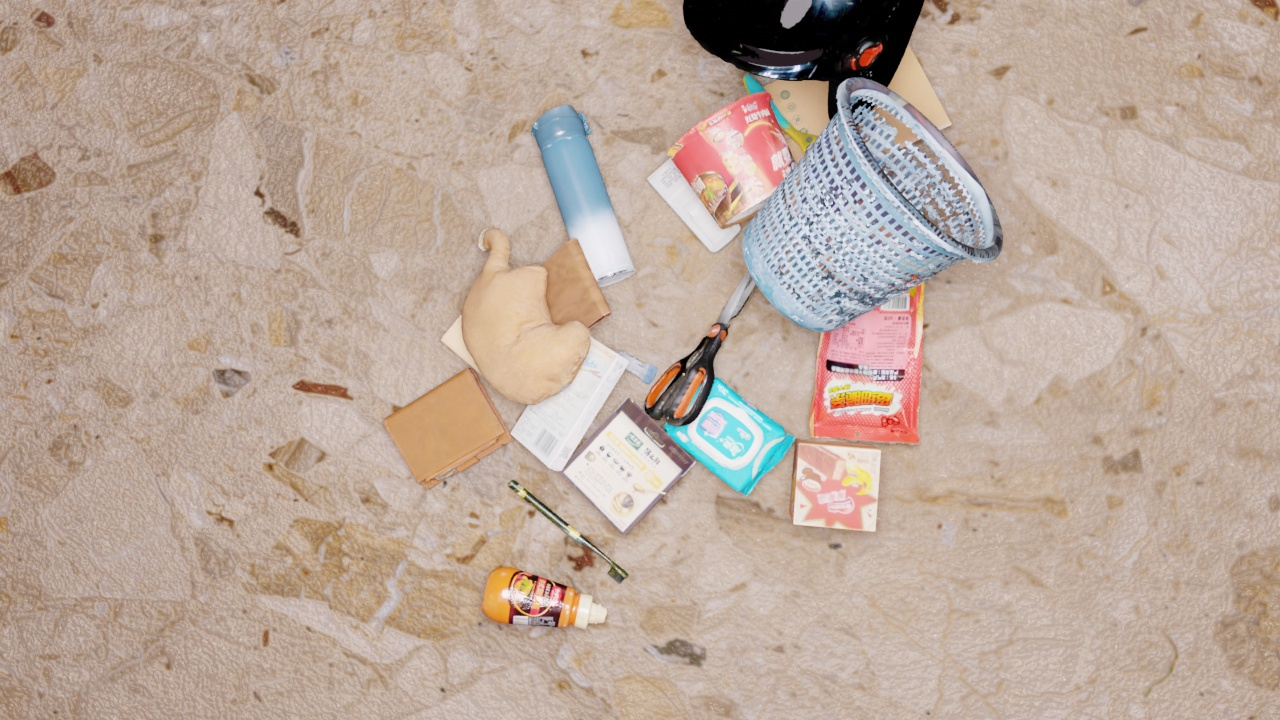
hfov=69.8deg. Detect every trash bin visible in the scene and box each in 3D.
[{"bbox_3d":[0.220,-0.141,0.949,0.226,0.225,0.196,53,128,5],"label":"trash bin"}]

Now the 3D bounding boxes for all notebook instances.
[{"bbox_3d":[0.240,-0.295,1.092,0.208,0.008,0.147,-26,80,7],"label":"notebook"}]

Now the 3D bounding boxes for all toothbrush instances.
[{"bbox_3d":[-0.091,0.210,1.126,0.186,0.012,0.017,38,103,6],"label":"toothbrush"}]

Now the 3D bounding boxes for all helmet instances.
[{"bbox_3d":[0.179,-0.391,0.986,0.233,0.273,0.231,40,130,23],"label":"helmet"}]

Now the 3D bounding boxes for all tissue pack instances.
[{"bbox_3d":[0.105,0.088,1.088,0.133,0.050,0.093,38,92,5],"label":"tissue pack"}]

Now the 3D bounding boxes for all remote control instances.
[{"bbox_3d":[0.066,-0.189,1.113,0.049,0.024,0.125,-42,84,3],"label":"remote control"}]

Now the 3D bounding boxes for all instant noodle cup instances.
[{"bbox_3d":[0.116,-0.224,1.053,0.138,0.138,0.108,-29,88,5],"label":"instant noodle cup"}]

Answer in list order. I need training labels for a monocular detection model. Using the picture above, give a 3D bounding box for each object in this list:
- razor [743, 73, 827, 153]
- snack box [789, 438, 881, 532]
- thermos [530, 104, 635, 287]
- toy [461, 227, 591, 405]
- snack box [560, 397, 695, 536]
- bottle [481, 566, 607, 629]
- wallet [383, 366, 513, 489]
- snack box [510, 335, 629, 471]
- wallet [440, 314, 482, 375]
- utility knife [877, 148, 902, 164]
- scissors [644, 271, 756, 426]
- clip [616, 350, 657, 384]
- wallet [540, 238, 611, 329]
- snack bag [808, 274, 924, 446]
[{"bbox_3d":[0.168,-0.290,1.086,0.043,0.028,0.132,-41,81,-19],"label":"razor"},{"bbox_3d":[0.223,0.142,1.060,0.093,0.077,0.094,4,89,6],"label":"snack box"},{"bbox_3d":[-0.069,-0.198,1.107,0.070,0.070,0.220,-19,86,5],"label":"thermos"},{"bbox_3d":[-0.156,-0.053,1.086,0.143,0.082,0.226,-38,75,10],"label":"toy"},{"bbox_3d":[-0.014,0.126,1.099,0.113,0.053,0.126,44,93,6],"label":"snack box"},{"bbox_3d":[-0.113,0.293,1.105,0.149,0.067,0.066,12,90,-1],"label":"bottle"},{"bbox_3d":[-0.238,0.085,1.134,0.132,0.031,0.108,-31,89,9],"label":"wallet"},{"bbox_3d":[-0.086,0.046,1.102,0.085,0.027,0.157,34,93,40],"label":"snack box"},{"bbox_3d":[-0.178,-0.021,1.136,0.115,0.024,0.087,40,92,7],"label":"wallet"},{"bbox_3d":[0.260,-0.225,1.096,0.203,0.018,0.034,-43,85,5],"label":"utility knife"},{"bbox_3d":[0.074,-0.023,1.098,0.021,0.161,0.233,37,56,-30],"label":"scissors"},{"bbox_3d":[-0.007,0.007,1.119,0.056,0.026,0.024,31,93,-4],"label":"clip"},{"bbox_3d":[-0.093,-0.074,1.096,0.116,0.020,0.101,-34,77,37],"label":"wallet"},{"bbox_3d":[0.267,-0.007,1.070,0.129,0.073,0.208,4,94,9],"label":"snack bag"}]
